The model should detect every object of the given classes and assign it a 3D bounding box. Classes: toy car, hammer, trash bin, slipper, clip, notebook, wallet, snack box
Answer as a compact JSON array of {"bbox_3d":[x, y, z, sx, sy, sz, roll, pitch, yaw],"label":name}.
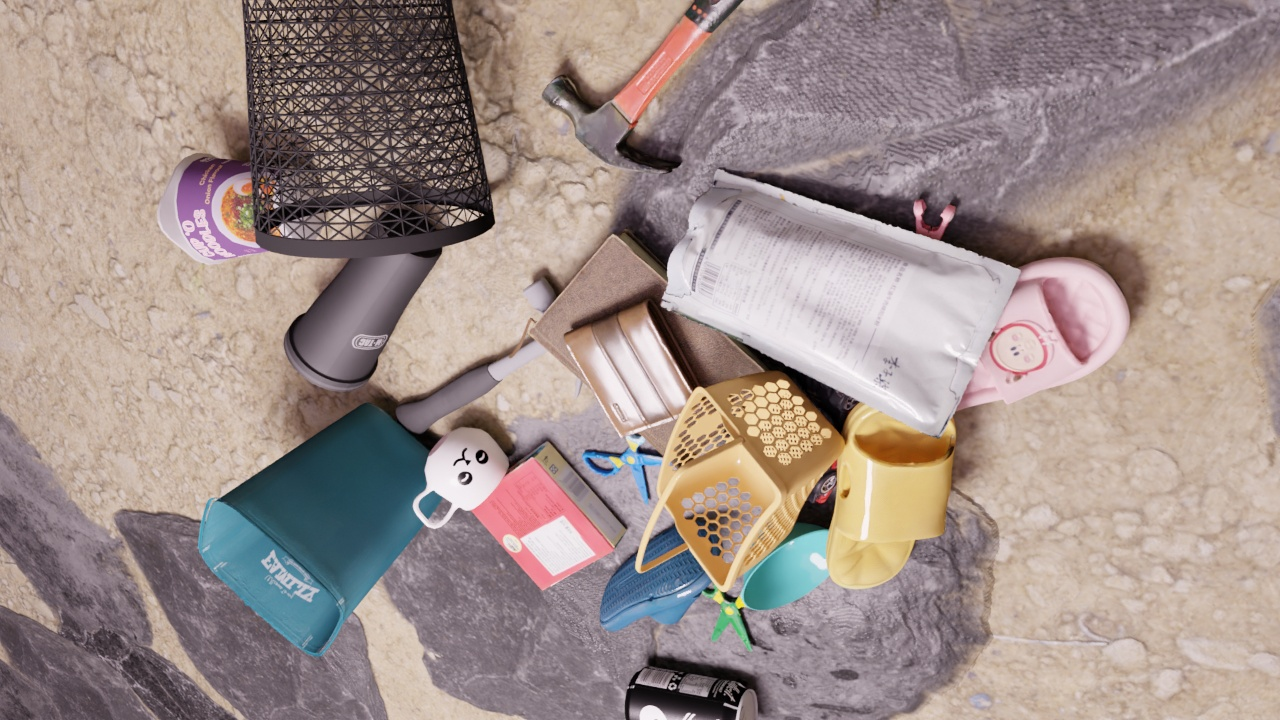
[{"bbox_3d":[0.163,0.048,0.846,0.081,0.056,0.190,44,141,37],"label":"toy car"},{"bbox_3d":[-0.175,0.024,1.029,0.312,0.029,0.125,-28,102,36],"label":"hammer"},{"bbox_3d":[-0.359,0.187,1.081,0.196,0.217,0.200,42,137,1],"label":"trash bin"},{"bbox_3d":[0.290,-0.005,0.762,0.222,0.055,0.107,-28,104,37],"label":"slipper"},{"bbox_3d":[0.057,-0.283,0.738,0.133,0.033,0.334,46,126,-2],"label":"hammer"},{"bbox_3d":[0.242,-0.106,0.752,0.050,0.023,0.058,-14,105,33],"label":"clip"},{"bbox_3d":[-0.004,0.004,0.905,0.215,0.034,0.191,44,117,-5],"label":"notebook"},{"bbox_3d":[-0.005,0.010,0.874,0.099,0.026,0.121,-22,107,26],"label":"wallet"},{"bbox_3d":[-0.248,-0.238,0.815,0.217,0.216,0.243,8,114,22],"label":"trash bin"},{"bbox_3d":[-0.113,0.186,1.082,0.142,0.040,0.145,49,127,-6],"label":"snack box"},{"bbox_3d":[0.226,0.136,0.827,0.099,0.078,0.264,-5,134,-7],"label":"slipper"},{"bbox_3d":[0.025,0.245,1.021,0.059,0.103,0.214,32,137,-19],"label":"slipper"}]

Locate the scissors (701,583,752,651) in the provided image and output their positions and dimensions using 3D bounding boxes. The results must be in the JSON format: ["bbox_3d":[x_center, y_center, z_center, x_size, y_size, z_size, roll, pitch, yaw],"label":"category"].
[{"bbox_3d":[0.110,0.281,1.043,0.117,0.012,0.130,-17,107,33],"label":"scissors"}]

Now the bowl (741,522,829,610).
[{"bbox_3d":[0.146,0.199,0.940,0.046,0.121,0.121,56,140,41],"label":"bowl"}]

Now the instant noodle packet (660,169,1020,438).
[{"bbox_3d":[0.155,-0.057,0.770,0.269,0.057,0.147,26,96,21],"label":"instant noodle packet"}]

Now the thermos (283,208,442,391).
[{"bbox_3d":[-0.299,-0.065,1.001,0.106,0.105,0.219,44,122,-2],"label":"thermos"}]

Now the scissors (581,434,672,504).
[{"bbox_3d":[-0.010,0.103,1.003,0.125,0.013,0.130,5,121,26],"label":"scissors"}]

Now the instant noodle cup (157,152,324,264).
[{"bbox_3d":[-0.421,-0.164,0.991,0.122,0.136,0.122,1,109,15],"label":"instant noodle cup"}]

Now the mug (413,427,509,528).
[{"bbox_3d":[-0.214,0.134,1.055,0.076,0.123,0.090,43,163,-14],"label":"mug"}]

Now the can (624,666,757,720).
[{"bbox_3d":[0.060,0.419,1.103,0.146,0.080,0.080,1,117,26],"label":"can"}]

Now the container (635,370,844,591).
[{"bbox_3d":[0.071,0.112,0.818,0.129,0.166,0.184,52,148,26],"label":"container"}]
